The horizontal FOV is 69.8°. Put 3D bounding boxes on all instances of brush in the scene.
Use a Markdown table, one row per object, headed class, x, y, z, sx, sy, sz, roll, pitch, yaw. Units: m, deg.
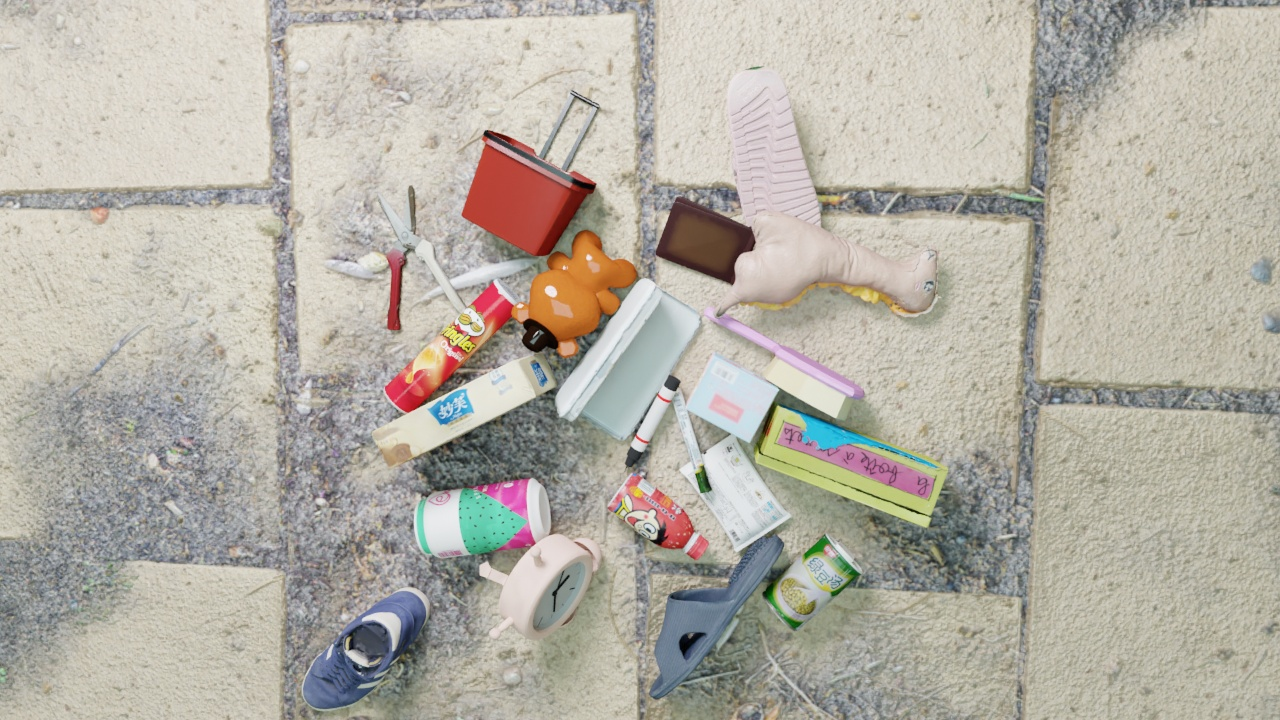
| class | x | y | z | sx | sy | sz | roll | pitch | yaw |
| --- | --- | --- | --- | --- | --- | --- | --- | --- | --- |
| brush | 0.175 | 0.002 | 1.173 | 0.229 | 0.089 | 0.043 | 30 | 101 | 15 |

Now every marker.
| class | x | y | z | sx | sy | sz | roll | pitch | yaw |
| --- | --- | --- | --- | --- | --- | --- | --- | --- | --- |
| marker | 0.012 | 0.086 | 1.214 | 0.019 | 0.019 | 0.146 | 28 | 105 | 3 |
| marker | 0.065 | 0.103 | 1.204 | 0.017 | 0.017 | 0.146 | -17 | 80 | 6 |

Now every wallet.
| class | x | y | z | sx | sy | sz | roll | pitch | yaw |
| --- | --- | --- | --- | --- | --- | --- | --- | --- | --- |
| wallet | 0.086 | -0.153 | 1.178 | 0.115 | 0.018 | 0.092 | 22 | 128 | 1 |

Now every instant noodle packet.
| class | x | y | z | sx | sy | sz | roll | pitch | yaw |
| --- | --- | --- | --- | --- | --- | --- | --- | --- | --- |
| instant noodle packet | 0.125 | 0.175 | 1.213 | 0.087 | 0.026 | 0.134 | -35 | 90 | 6 |

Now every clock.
| class | x | y | z | sx | sy | sz | roll | pitch | yaw |
| --- | --- | --- | --- | --- | --- | --- | --- | --- | --- |
| clock | -0.127 | 0.287 | 1.186 | 0.086 | 0.160 | 0.131 | 30 | 98 | 33 |

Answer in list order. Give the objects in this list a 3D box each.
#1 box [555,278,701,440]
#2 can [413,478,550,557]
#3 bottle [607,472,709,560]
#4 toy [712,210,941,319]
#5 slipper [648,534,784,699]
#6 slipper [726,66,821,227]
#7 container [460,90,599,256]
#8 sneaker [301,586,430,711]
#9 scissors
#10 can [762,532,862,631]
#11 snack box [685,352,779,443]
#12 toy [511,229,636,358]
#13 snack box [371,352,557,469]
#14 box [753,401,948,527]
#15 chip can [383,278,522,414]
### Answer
| class | x | y | z | sx | sy | sz | roll | pitch | yaw |
| --- | --- | --- | --- | --- | --- | --- | --- | --- | --- |
| box | -0.019 | -0.002 | 1.175 | 0.130 | 0.105 | 0.211 | 30 | 96 | -1 |
| can | -0.207 | 0.210 | 1.215 | 0.166 | 0.088 | 0.088 | -9 | 93 | 6 |
| bottle | 0.027 | 0.211 | 1.208 | 0.137 | 0.062 | 0.062 | 36 | 96 | 3 |
| toy | 0.241 | -0.094 | 1.160 | 0.264 | 0.065 | 0.196 | 22 | 113 | -14 |
| slipper | 0.081 | 0.318 | 1.198 | 0.082 | 0.101 | 0.263 | 39 | 90 | 9 |
| slipper | 0.161 | -0.249 | 1.160 | 0.094 | 0.064 | 0.239 | -15 | 109 | 4 |
| container | -0.126 | -0.248 | 1.163 | 0.148 | 0.127 | 0.201 | 29 | 102 | 3 |
| sneaker | -0.387 | 0.411 | 1.230 | 0.233 | 0.118 | 0.091 | -42 | 89 | 6 |
| scissors | -0.303 | -0.127 | 1.237 | 0.179 | 0.015 | 0.196 | 27 | 95 | 4 |
| can | 0.224 | 0.287 | 1.192 | 0.121 | 0.067 | 0.067 | -44 | 89 | 7 |
| snack box | 0.115 | 0.046 | 1.171 | 0.093 | 0.094 | 0.079 | 28 | 96 | 2 |
| toy | -0.089 | -0.083 | 1.182 | 0.112 | 0.096 | 0.175 | 41 | 68 | 1 |
| snack box | -0.219 | 0.061 | 1.172 | 0.207 | 0.153 | 0.055 | -26 | 92 | 6 |
| box | 0.256 | 0.126 | 1.152 | 0.221 | 0.124 | 0.083 | 18 | 93 | 2 |
| chip can | -0.250 | -0.017 | 1.221 | 0.215 | 0.051 | 0.052 | -43 | 89 | 7 |
